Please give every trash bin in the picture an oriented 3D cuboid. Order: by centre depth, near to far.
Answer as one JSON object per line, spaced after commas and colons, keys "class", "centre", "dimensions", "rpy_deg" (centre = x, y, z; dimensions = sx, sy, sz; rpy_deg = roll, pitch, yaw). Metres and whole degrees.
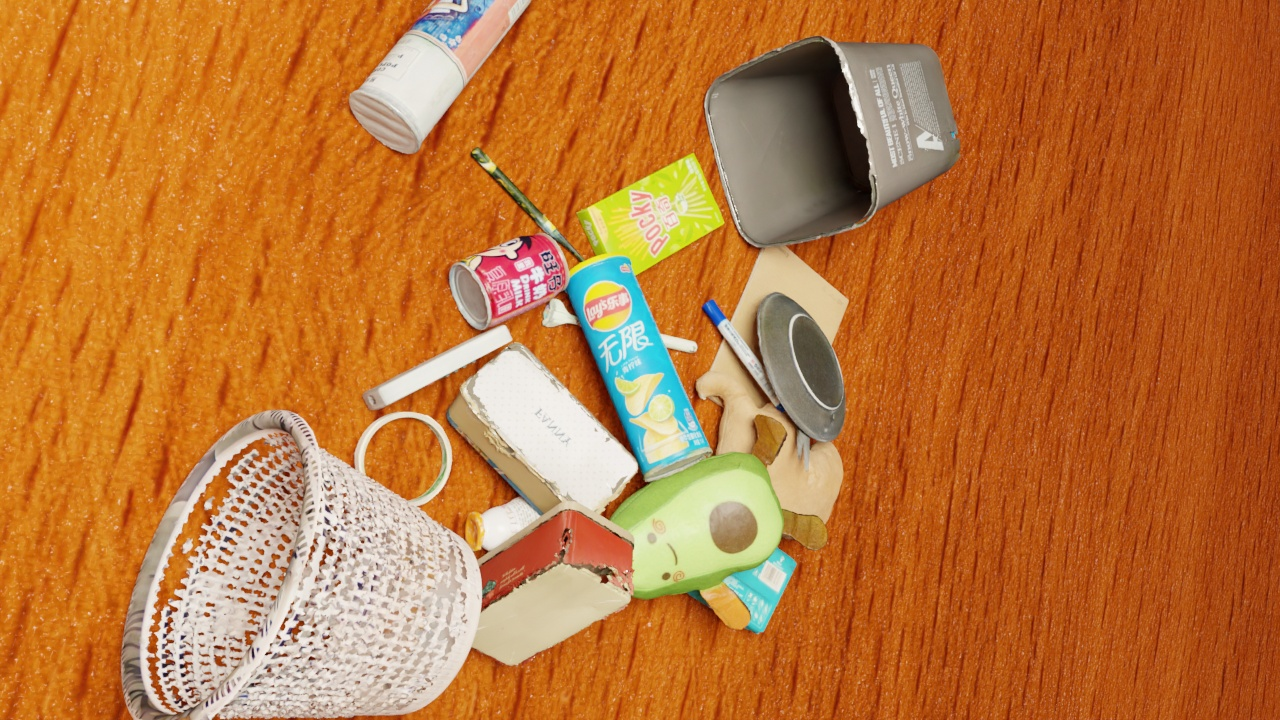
{"class": "trash bin", "centre": [-0.237, 0.175, 0.692], "dimensions": [0.192, 0.228, 0.227], "rpy_deg": [33, 70, -42]}
{"class": "trash bin", "centre": [0.226, -0.252, 1.023], "dimensions": [0.219, 0.199, 0.199], "rpy_deg": [-23, 101, -38]}

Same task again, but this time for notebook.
{"class": "notebook", "centre": [0.162, -0.020, 1.073], "dimensions": [0.149, 0.012, 0.211], "rpy_deg": [34, 71, -29]}

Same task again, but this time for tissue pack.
{"class": "tissue pack", "centre": [0.101, 0.228, 0.998], "dimensions": [0.133, 0.050, 0.093], "rpy_deg": [39, 70, -26]}

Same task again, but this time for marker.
{"class": "marker", "centre": [0.116, -0.005, 1.000], "dimensions": [0.016, 0.017, 0.145], "rpy_deg": [-30, 78, -31]}

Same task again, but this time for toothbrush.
{"class": "toothbrush", "centre": [-0.100, -0.136, 0.900], "dimensions": [0.186, 0.012, 0.017], "rpy_deg": [46, 76, -24]}
{"class": "toothbrush", "centre": [-0.016, -0.031, 0.949], "dimensions": [0.189, 0.020, 0.029], "rpy_deg": [12, 106, -34]}

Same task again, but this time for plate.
{"class": "plate", "centre": [0.188, 0.004, 1.022], "dimensions": [0.179, 0.024, 0.179], "rpy_deg": [34, 44, -41]}

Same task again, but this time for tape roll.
{"class": "tape roll", "centre": [-0.210, 0.088, 0.816], "dimensions": [0.085, 0.014, 0.085], "rpy_deg": [2, 87, -34]}

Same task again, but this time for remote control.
{"class": "remote control", "centre": [-0.178, 0.006, 0.815], "dimensions": [0.134, 0.056, 0.019], "rpy_deg": [-30, 99, -32]}

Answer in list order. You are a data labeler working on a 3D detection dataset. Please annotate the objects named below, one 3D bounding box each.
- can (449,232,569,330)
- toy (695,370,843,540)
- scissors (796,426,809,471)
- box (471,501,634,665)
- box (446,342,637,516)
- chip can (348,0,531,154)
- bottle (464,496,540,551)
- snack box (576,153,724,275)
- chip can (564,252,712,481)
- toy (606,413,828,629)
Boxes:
{"class": "can", "centre": [-0.120, -0.075, 0.850], "dimensions": [0.093, 0.067, 0.066], "rpy_deg": [-28, 103, -32]}
{"class": "toy", "centre": [0.137, 0.107, 1.010], "dimensions": [0.226, 0.083, 0.143], "rpy_deg": [42, 56, -26]}
{"class": "scissors", "centre": [0.175, 0.047, 1.015], "dimensions": [0.171, 0.014, 0.146], "rpy_deg": [-12, 77, -60]}
{"class": "box", "centre": [-0.086, 0.204, 0.794], "dimensions": [0.091, 0.169, 0.080], "rpy_deg": [36, 34, -27]}
{"class": "box", "centre": [-0.084, 0.076, 0.833], "dimensions": [0.184, 0.061, 0.089], "rpy_deg": [48, 54, 1]}
{"class": "chip can", "centre": [-0.169, -0.287, 0.823], "dimensions": [0.071, 0.071, 0.214], "rpy_deg": [42, 67, -26]}
{"class": "bottle", "centre": [-0.107, 0.156, 0.853], "dimensions": [0.108, 0.063, 0.063], "rpy_deg": [4, 86, -34]}
{"class": "snack box", "centre": [0.013, -0.150, 0.968], "dimensions": [0.156, 0.026, 0.086], "rpy_deg": [-33, 105, -30]}
{"class": "chip can", "centre": [-0.005, 0.005, 0.868], "dimensions": [0.071, 0.071, 0.210], "rpy_deg": [-13, 73, -34]}
{"class": "toy", "centre": [0.065, 0.160, 0.911], "dimensions": [0.246, 0.090, 0.227], "rpy_deg": [-23, 90, -16]}
